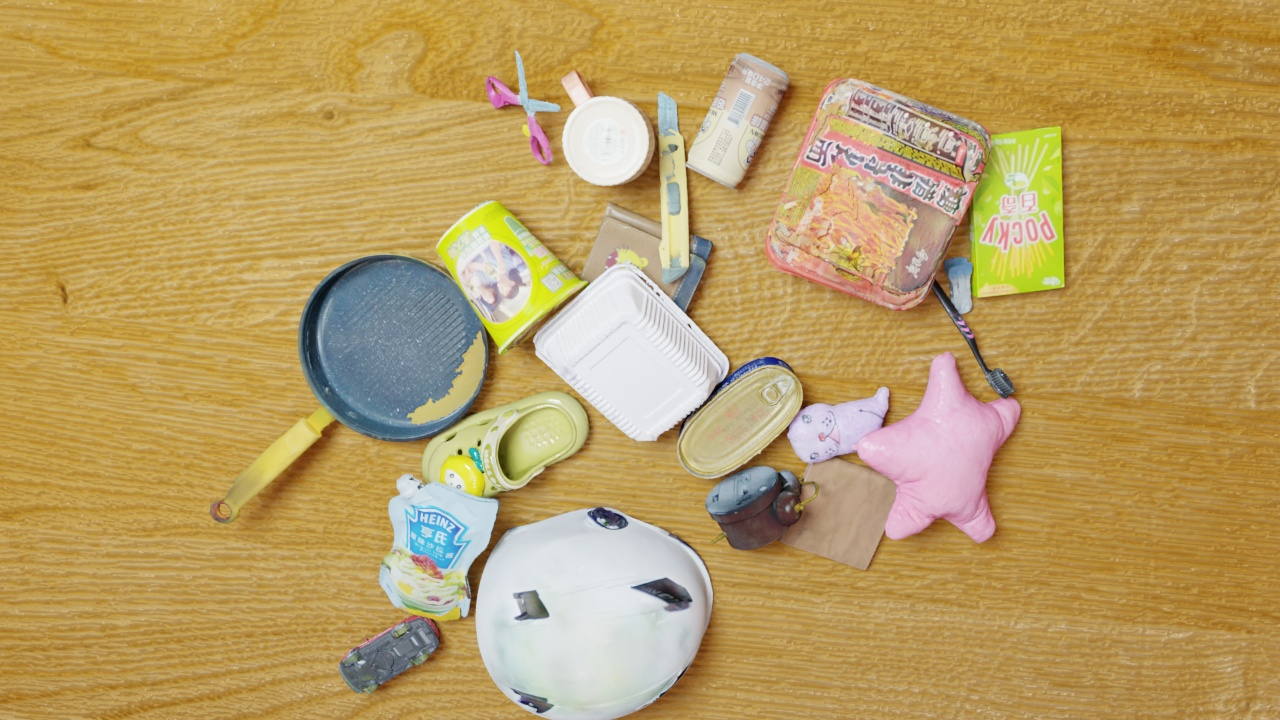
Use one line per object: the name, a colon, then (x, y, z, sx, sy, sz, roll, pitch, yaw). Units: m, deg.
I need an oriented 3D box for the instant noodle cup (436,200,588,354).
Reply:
instant noodle cup: (-0.132, -0.088, 0.902, 0.112, 0.111, 0.123, -39, 91, 11)

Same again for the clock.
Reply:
clock: (0.126, 0.149, 0.950, 0.122, 0.082, 0.055, -23, 106, 16)

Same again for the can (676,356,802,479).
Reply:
can: (0.101, 0.058, 0.947, 0.148, 0.049, 0.074, -43, 98, 12)

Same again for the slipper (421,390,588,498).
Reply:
slipper: (-0.145, 0.094, 0.956, 0.190, 0.081, 0.091, -25, 98, 6)

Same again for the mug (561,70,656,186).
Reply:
mug: (-0.036, -0.219, 0.859, 0.082, 0.105, 0.114, -30, 100, 9)

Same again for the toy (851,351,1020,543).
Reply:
toy: (0.297, 0.088, 0.923, 0.178, 0.074, 0.194, 9, 95, -15)

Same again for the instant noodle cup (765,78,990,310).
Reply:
instant noodle cup: (0.220, -0.154, 0.870, 0.164, 0.079, 0.189, 22, 102, 2)

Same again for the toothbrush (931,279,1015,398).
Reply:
toothbrush: (0.317, -0.043, 0.914, 0.014, 0.018, 0.189, -33, 91, -34)

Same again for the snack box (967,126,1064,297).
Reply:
snack box: (0.365, -0.143, 0.894, 0.086, 0.026, 0.156, -6, 103, 6)

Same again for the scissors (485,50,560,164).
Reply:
scissors: (-0.112, -0.243, 0.866, 0.017, 0.133, 0.131, -39, 66, -18)

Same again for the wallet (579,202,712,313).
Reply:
wallet: (0.006, -0.099, 0.925, 0.115, 0.033, 0.090, 23, 105, 1)

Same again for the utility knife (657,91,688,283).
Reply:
utility knife: (0.030, -0.169, 0.899, 0.031, 0.020, 0.188, -2, 83, -9)

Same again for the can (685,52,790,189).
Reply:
can: (0.092, -0.227, 0.874, 0.058, 0.058, 0.116, 25, 104, -3)

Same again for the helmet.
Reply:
helmet: (-0.052, 0.281, 0.960, 0.259, 0.145, 0.229, 1, 104, 3)

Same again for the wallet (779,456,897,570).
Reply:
wallet: (0.214, 0.162, 0.981, 0.101, 0.020, 0.115, 17, 106, 1)

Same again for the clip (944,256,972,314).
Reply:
clip: (0.319, -0.073, 0.917, 0.027, 0.045, 0.058, -10, 113, 1)

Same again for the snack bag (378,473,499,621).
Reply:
snack bag: (-0.219, 0.200, 0.975, 0.110, 0.038, 0.191, 24, 125, 6)

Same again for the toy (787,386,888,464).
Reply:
toy: (0.205, 0.074, 0.947, 0.108, 0.039, 0.084, -8, 98, -3)

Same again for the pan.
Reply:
pan: (-0.312, 0.042, 0.953, 0.358, 0.078, 0.197, -42, 97, 12)

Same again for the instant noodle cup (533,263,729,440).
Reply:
instant noodle cup: (-0.005, 0.005, 0.910, 0.138, 0.060, 0.173, -39, 117, 15)

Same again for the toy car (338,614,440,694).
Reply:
toy car: (-0.282, 0.330, 1.038, 0.120, 0.045, 0.053, -30, 98, 5)
